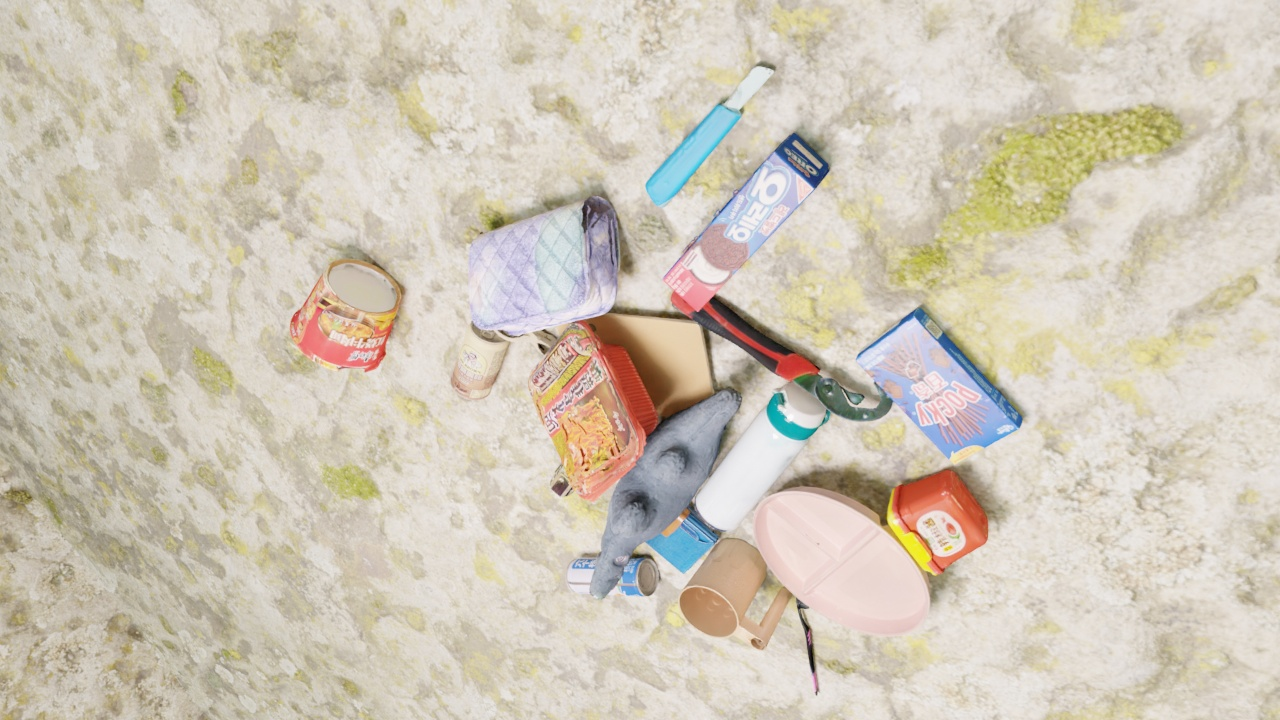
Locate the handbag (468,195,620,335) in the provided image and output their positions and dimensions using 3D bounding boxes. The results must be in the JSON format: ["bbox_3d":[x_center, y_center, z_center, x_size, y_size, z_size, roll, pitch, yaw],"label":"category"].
[{"bbox_3d":[-0.115,-0.107,1.082,0.194,0.075,0.134,-9,80,36],"label":"handbag"}]

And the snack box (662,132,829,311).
[{"bbox_3d":[0.105,-0.140,0.952,0.058,0.057,0.208,42,131,-1],"label":"snack box"}]

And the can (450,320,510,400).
[{"bbox_3d":[-0.216,-0.003,1.239,0.058,0.058,0.117,35,130,9],"label":"can"}]

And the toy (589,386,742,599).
[{"bbox_3d":[0.028,0.148,1.119,0.091,0.137,0.357,30,117,-2],"label":"toy"}]

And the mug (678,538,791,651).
[{"bbox_3d":[0.125,0.301,1.180,0.125,0.103,0.084,29,130,14],"label":"mug"}]

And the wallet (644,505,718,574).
[{"bbox_3d":[0.033,0.221,1.236,0.133,0.040,0.107,39,136,5],"label":"wallet"}]

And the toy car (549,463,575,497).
[{"bbox_3d":[-0.094,0.155,1.276,0.042,0.035,0.091,40,129,3],"label":"toy car"}]

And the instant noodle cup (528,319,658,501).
[{"bbox_3d":[-0.052,0.060,1.116,0.165,0.079,0.188,-44,65,46],"label":"instant noodle cup"}]

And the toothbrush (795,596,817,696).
[{"bbox_3d":[0.227,0.378,1.225,0.018,0.014,0.189,-3,117,20],"label":"toothbrush"}]

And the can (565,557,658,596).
[{"bbox_3d":[-0.043,0.312,1.328,0.135,0.053,0.053,-8,113,36],"label":"can"}]

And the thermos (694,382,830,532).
[{"bbox_3d":[0.143,0.114,1.081,0.073,0.073,0.225,37,131,8],"label":"thermos"}]

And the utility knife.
[{"bbox_3d":[0.068,-0.230,0.945,0.034,0.018,0.200,39,132,-10],"label":"utility knife"}]

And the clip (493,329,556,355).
[{"bbox_3d":[-0.141,-0.046,1.182,0.103,0.034,0.093,23,129,13],"label":"clip"}]

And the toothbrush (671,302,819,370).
[{"bbox_3d":[0.117,-0.029,1.041,0.189,0.016,0.014,27,139,14],"label":"toothbrush"}]

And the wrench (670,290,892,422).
[{"bbox_3d":[0.150,-0.009,1.014,0.273,0.016,0.056,31,87,15],"label":"wrench"}]

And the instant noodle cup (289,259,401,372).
[{"bbox_3d":[-0.404,-0.068,1.277,0.138,0.137,0.109,40,123,5],"label":"instant noodle cup"}]

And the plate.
[{"bbox_3d":[0.238,0.237,1.091,0.230,0.028,0.230,27,141,25],"label":"plate"}]

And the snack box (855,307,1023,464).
[{"bbox_3d":[0.307,0.029,0.947,0.157,0.026,0.085,46,131,-1],"label":"snack box"}]

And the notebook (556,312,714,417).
[{"bbox_3d":[-0.007,0.007,1.136,0.208,0.008,0.148,7,127,30],"label":"notebook"}]

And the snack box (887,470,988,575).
[{"bbox_3d":[0.324,0.171,0.996,0.080,0.081,0.091,-35,97,28],"label":"snack box"}]
